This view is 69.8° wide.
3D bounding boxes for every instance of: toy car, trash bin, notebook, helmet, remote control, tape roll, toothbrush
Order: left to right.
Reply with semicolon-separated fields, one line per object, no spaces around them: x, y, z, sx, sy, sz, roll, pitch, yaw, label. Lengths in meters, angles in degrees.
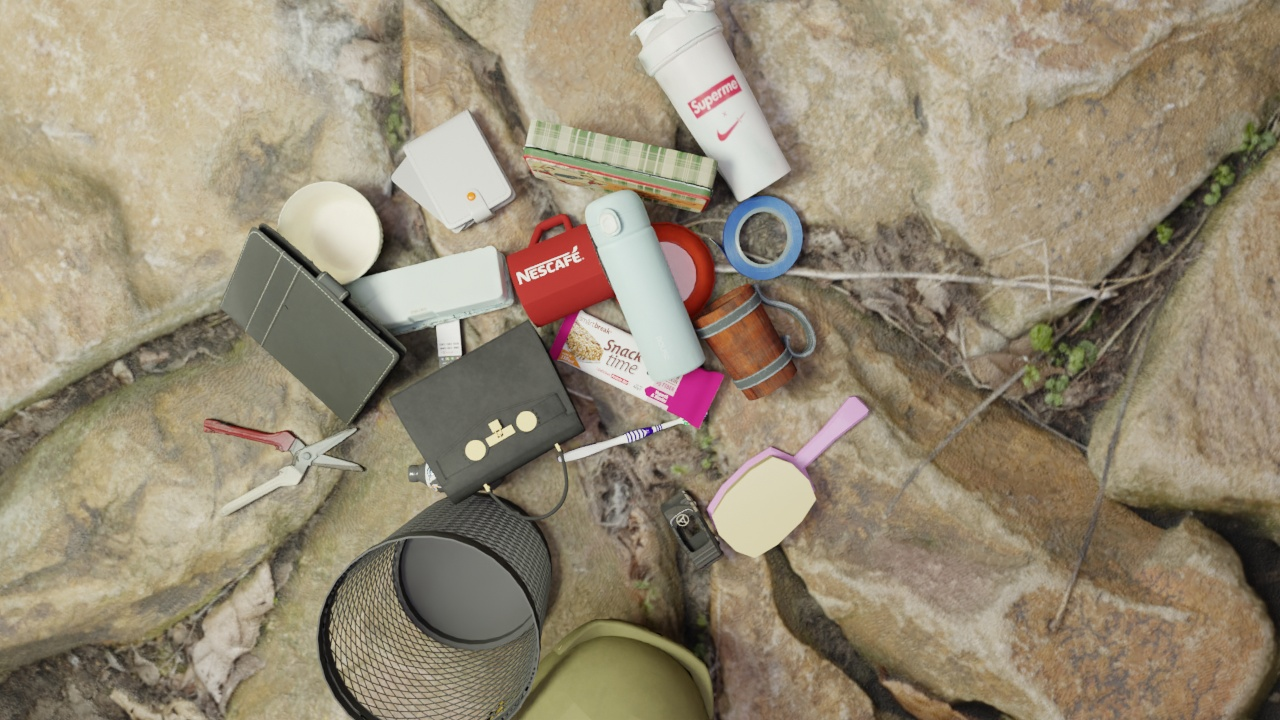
-0.373;-0.038;1.034;0.209;0.029;0.170;42;130;-6;notebook
-0.222;0.011;1.081;0.028;0.011;0.124;-3;96;2;remote control
-0.203;0.263;1.000;0.218;0.227;0.218;0;96;2;trash bin
-0.031;0.397;0.986;0.250;0.255;0.233;24;101;-4;helmet
-0.010;0.089;1.081;0.187;0.016;0.015;-18;90;3;toothbrush
0.059;0.197;1.067;0.040;0.037;0.092;-36;61;6;toy car
0.139;-0.140;1.049;0.091;0.016;0.093;45;96;-3;tape roll

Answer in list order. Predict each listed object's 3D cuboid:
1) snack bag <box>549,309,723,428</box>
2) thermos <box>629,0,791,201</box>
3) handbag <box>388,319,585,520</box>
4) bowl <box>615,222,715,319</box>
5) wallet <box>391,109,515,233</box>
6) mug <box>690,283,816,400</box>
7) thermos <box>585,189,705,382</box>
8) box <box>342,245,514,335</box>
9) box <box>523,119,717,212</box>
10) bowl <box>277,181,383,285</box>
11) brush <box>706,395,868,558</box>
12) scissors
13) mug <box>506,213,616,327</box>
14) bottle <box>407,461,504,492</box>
-0.007;0.006;1.063;0.196;0.016;0.070;26;94;5;snack bag
0.082;-0.286;0.999;0.099;0.099;0.220;-32;99;5;thermos
-0.149;0.088;1.015;0.175;0.072;0.195;-30;74;-3;handbag
0.025;-0.097;1.048;0.122;0.035;0.122;0;97;2;bowl
-0.217;-0.205;1.044;0.115;0.037;0.118;-28;91;5;wallet
0.134;-0.029;1.038;0.117;0.081;0.111;-35;98;-13;mug
0.004;-0.082;0.994;0.065;0.077;0.207;-19;100;19;thermos
-0.248;-0.077;1.050;0.199;0.067;0.083;-14;100;8;box
-0.021;-0.209;0.998;0.205;0.117;0.050;12;94;-1;box
-0.344;-0.143;1.042;0.115;0.062;0.115;0;97;2;bowl
0.178;0.130;1.066;0.089;0.043;0.229;44;96;-3;brush
-0.440;0.124;1.100;0.198;0.015;0.179;31;95;-2;scissors
-0.093;-0.108;1.034;0.096;0.080;0.116;-22;66;4;mug
-0.216;0.131;1.077;0.112;0.047;0.047;-3;96;2;bottle
